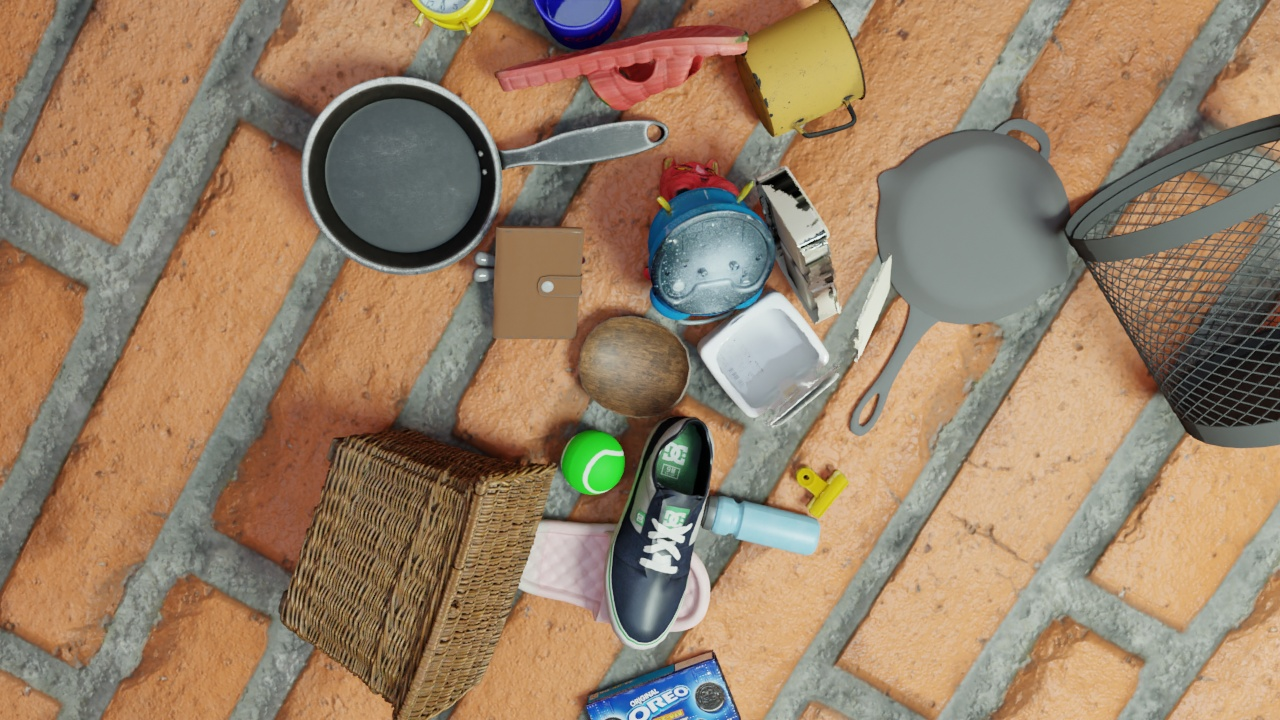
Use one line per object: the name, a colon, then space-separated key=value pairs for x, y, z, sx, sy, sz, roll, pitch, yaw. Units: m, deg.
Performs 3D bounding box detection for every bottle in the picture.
bottle: x=0.118 y=0.169 z=0.952 sx=0.130 sy=0.040 sz=0.040 roll=14 pitch=97 yaw=0

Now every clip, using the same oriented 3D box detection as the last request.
clip: x=0.185 y=0.131 z=0.958 sx=0.054 sy=0.044 sz=0.049 roll=-53 pitch=52 yaw=8

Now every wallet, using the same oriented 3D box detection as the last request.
wallet: x=-0.102 y=-0.075 z=0.912 sx=0.087 sy=0.013 sz=0.121 roll=0 pitch=119 yaw=-13

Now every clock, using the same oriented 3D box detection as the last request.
clock: x=-0.182 y=-0.377 z=0.880 sx=0.083 sy=0.057 sz=0.119 roll=10 pitch=104 yaw=1
clock: x=0.061 y=-0.089 z=0.860 sx=0.116 sy=0.060 sz=0.162 roll=-9 pitch=135 yaw=-8

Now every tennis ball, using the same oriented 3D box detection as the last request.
tennis ball: x=-0.049 y=0.104 z=0.936 sx=0.065 sy=0.065 sz=0.065 roll=0 pitch=97 yaw=1

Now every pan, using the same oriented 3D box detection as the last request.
pan: x=0.306 y=-0.078 z=0.924 sx=0.216 sy=0.024 sz=0.355 roll=28 pitch=98 yaw=-2
pan: x=-0.148 y=-0.196 z=0.906 sx=0.356 sy=0.055 sz=0.187 roll=-13 pitch=107 yaw=-10

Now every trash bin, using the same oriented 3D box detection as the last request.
trash bin: x=0.542 y=-0.068 z=0.828 sx=0.218 sy=0.217 sz=0.227 roll=-31 pitch=100 yaw=5

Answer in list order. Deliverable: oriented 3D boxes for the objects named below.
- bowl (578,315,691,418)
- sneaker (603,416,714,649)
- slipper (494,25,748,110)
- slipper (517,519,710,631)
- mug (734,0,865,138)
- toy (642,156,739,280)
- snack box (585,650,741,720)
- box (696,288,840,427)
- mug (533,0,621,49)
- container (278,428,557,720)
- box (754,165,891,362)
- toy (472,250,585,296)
bowl: x=-0.006 y=0.006 z=0.941 sx=0.114 sy=0.026 sz=0.102 roll=17 pitch=98 yaw=0
sneaker: x=0.022 y=0.167 z=0.901 sx=0.084 sy=0.079 sz=0.235 roll=15 pitch=80 yaw=-11
slipper: x=-0.017 y=-0.268 z=0.861 sx=0.249 sy=0.103 sz=0.059 roll=-2 pitch=115 yaw=22
slipper: x=-0.035 y=0.221 z=0.956 sx=0.221 sy=0.055 sz=0.107 roll=13 pitch=96 yaw=1
mug: x=0.151 y=-0.262 z=0.862 sx=0.094 sy=0.100 sz=0.123 roll=-24 pitch=76 yaw=6
toy: x=0.044 y=-0.138 z=0.915 sx=0.088 sy=0.094 sz=0.133 roll=10 pitch=127 yaw=-22
snack box: x=0.025 y=0.377 z=0.988 sx=0.150 sy=0.027 sz=0.082 roll=-23 pitch=96 yaw=4
box: x=0.128 y=0.007 z=0.884 sx=0.109 sy=0.136 sz=0.121 roll=-38 pitch=94 yaw=8
mug: x=-0.067 y=-0.358 z=0.867 sx=0.079 sy=0.083 sz=0.111 roll=-29 pitch=96 yaw=5
container: x=-0.225 y=0.191 z=0.894 sx=0.183 sy=0.162 sz=0.250 roll=21 pitch=95 yaw=17
box: x=0.181 y=-0.080 z=0.833 sx=0.070 sy=0.143 sz=0.186 roll=-27 pitch=60 yaw=3
toy: x=-0.113 y=-0.090 z=0.928 sx=0.111 sy=0.030 sz=0.049 roll=4 pitch=98 yaw=-15
